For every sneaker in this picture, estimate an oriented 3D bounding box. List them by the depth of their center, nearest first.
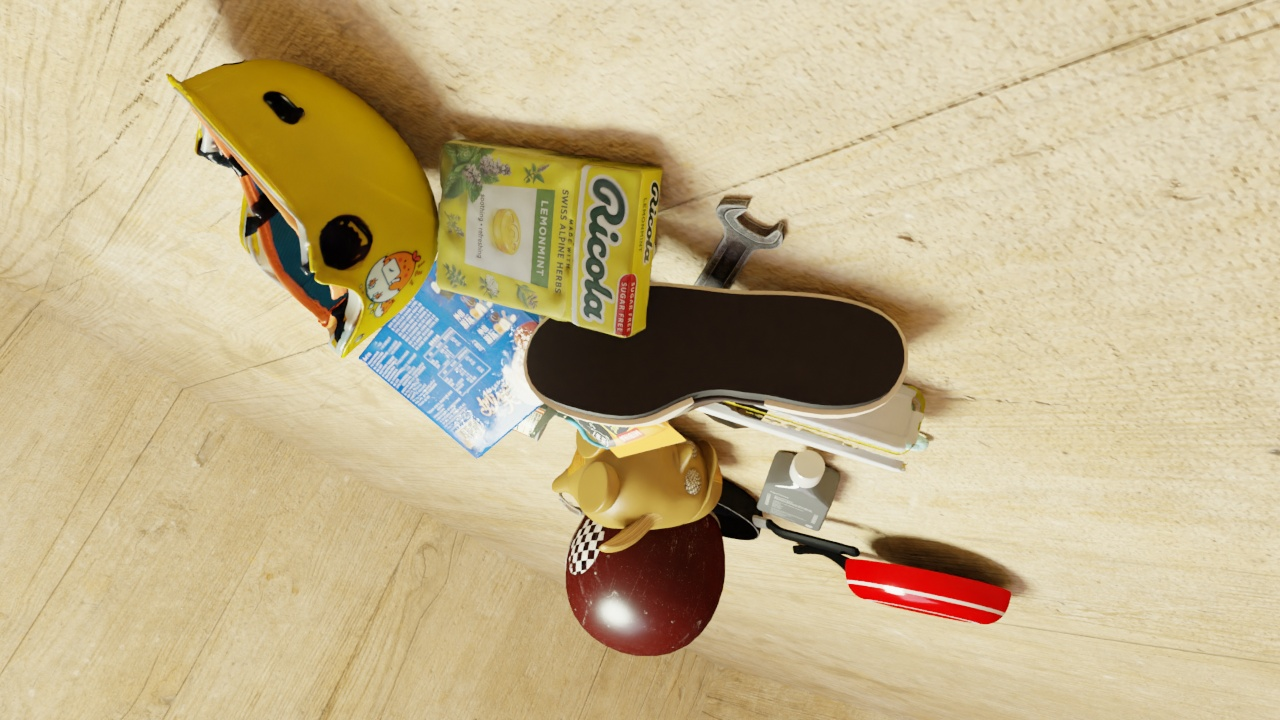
[{"bbox_3d":[0.057,0.001,0.746,0.294,0.111,0.116,-3,168,5],"label":"sneaker"}]

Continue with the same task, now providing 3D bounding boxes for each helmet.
[{"bbox_3d":[-0.241,-0.139,0.715,0.209,0.139,0.240,40,153,32],"label":"helmet"},{"bbox_3d":[0.000,0.282,1.292,0.233,0.252,0.234,23,150,-15],"label":"helmet"}]

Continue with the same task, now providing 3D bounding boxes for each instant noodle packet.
[{"bbox_3d":[-0.067,0.017,0.929,0.221,0.032,0.160,44,154,-11],"label":"instant noodle packet"}]

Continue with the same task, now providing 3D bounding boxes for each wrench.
[{"bbox_3d":[0.060,-0.062,0.765,0.070,0.010,0.274,24,159,-2],"label":"wrench"}]

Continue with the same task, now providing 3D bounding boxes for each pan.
[{"bbox_3d":[0.334,0.304,1.272,0.208,0.067,0.357,21,165,-31],"label":"pan"},{"bbox_3d":[0.144,0.214,1.296,0.356,0.044,0.204,9,155,34],"label":"pan"}]

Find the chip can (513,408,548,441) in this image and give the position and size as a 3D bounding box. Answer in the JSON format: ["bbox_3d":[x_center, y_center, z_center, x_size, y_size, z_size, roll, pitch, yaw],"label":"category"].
[{"bbox_3d":[-0.216,0.027,1.184,0.215,0.075,0.075,23,160,1],"label":"chip can"}]

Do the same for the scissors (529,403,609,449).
[{"bbox_3d":[-0.080,0.047,1.033,0.135,0.135,0.015,26,135,-20],"label":"scissors"}]

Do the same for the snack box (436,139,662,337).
[{"bbox_3d":[-0.076,-0.096,0.683,0.181,0.121,0.045,15,-161,24],"label":"snack box"}]

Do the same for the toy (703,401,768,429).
[{"bbox_3d":[0.088,0.023,0.886,0.076,0.062,0.100,-18,129,13],"label":"toy"}]

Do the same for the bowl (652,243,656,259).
[{"bbox_3d":[-0.050,-0.086,0.750,0.113,0.063,0.113,20,158,8],"label":"bowl"}]

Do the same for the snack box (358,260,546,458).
[{"bbox_3d":[-0.147,-0.018,0.848,0.155,0.069,0.203,43,133,-9],"label":"snack box"}]

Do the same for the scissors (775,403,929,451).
[{"bbox_3d":[0.196,0.048,0.887,0.170,0.028,0.139,13,159,15],"label":"scissors"}]

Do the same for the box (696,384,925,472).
[{"bbox_3d":[0.143,0.033,0.821,0.209,0.080,0.079,16,178,7],"label":"box"}]

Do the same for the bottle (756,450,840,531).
[{"bbox_3d":[0.189,0.149,1.087,0.084,0.046,0.174,19,159,11],"label":"bottle"}]

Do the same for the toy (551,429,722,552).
[{"bbox_3d":[0.017,0.142,1.134,0.203,0.198,0.163,14,150,-33],"label":"toy"}]
